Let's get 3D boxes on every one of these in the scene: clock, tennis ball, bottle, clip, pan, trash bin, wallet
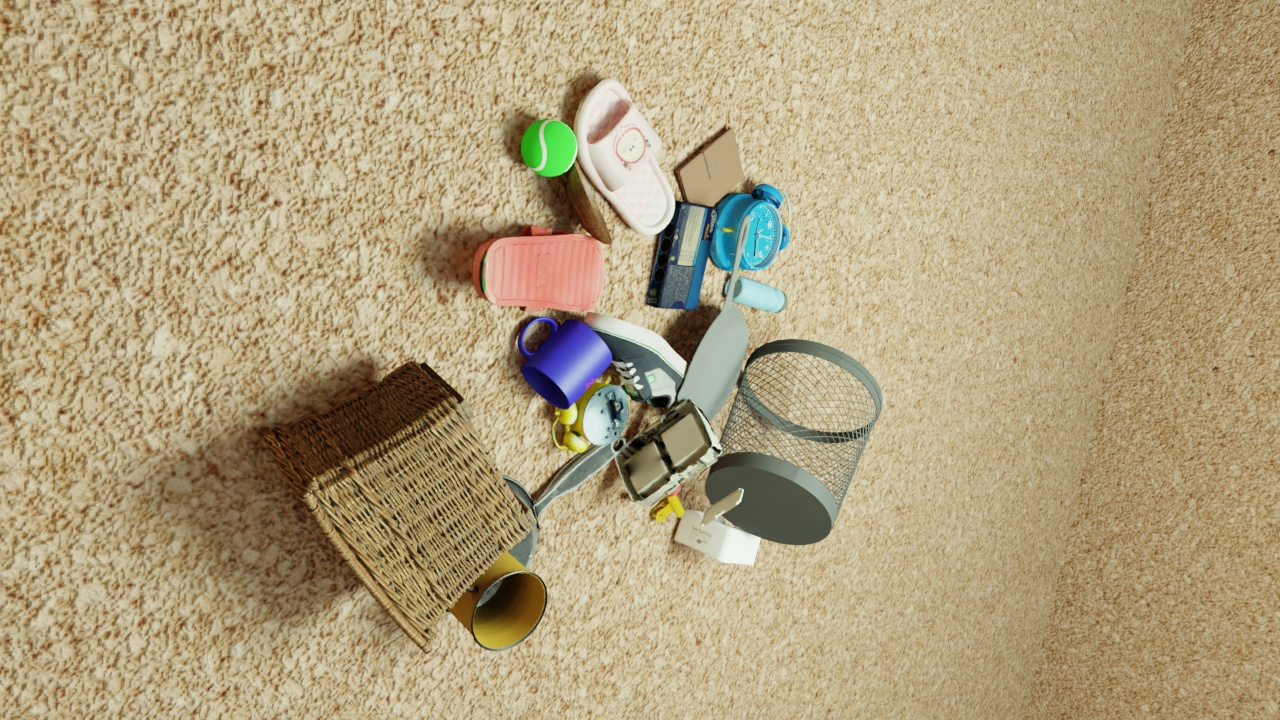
[{"bbox_3d":[0.168,-0.196,1.356,0.161,0.060,0.117,-42,129,-29],"label":"clock"},{"bbox_3d":[-0.106,-0.247,1.063,0.065,0.065,0.065,-16,114,-41],"label":"tennis ball"},{"bbox_3d":[0.183,-0.100,1.417,0.129,0.040,0.040,11,95,-46],"label":"bottle"},{"bbox_3d":[0.037,0.222,1.395,0.049,0.044,0.054,-20,127,8],"label":"clip"},{"bbox_3d":[-0.143,0.195,1.191,0.355,0.055,0.187,-30,123,-30],"label":"pan"},{"bbox_3d":[-0.069,0.074,1.210,0.118,0.057,0.083,-36,126,-32],"label":"clock"},{"bbox_3d":[0.222,0.125,1.360,0.218,0.218,0.226,60,44,-38],"label":"trash bin"},{"bbox_3d":[0.124,-0.039,1.319,0.215,0.024,0.355,-35,141,-52],"label":"pan"},{"bbox_3d":[0.101,-0.264,1.302,0.120,0.013,0.087,-43,134,-27],"label":"wallet"}]

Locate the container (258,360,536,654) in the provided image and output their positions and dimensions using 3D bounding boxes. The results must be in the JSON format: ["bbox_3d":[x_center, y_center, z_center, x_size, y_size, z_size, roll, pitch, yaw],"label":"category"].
[{"bbox_3d":[-0.241,0.138,0.965,0.183,0.162,0.250,-37,127,-18],"label":"container"}]

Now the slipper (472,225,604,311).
[{"bbox_3d":[-0.124,-0.108,1.095,0.248,0.059,0.103,-4,104,-59],"label":"slipper"}]

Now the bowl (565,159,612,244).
[{"bbox_3d":[-0.069,-0.188,1.116,0.026,0.101,0.114,-23,120,5],"label":"bowl"}]

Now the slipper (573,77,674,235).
[{"bbox_3d":[-0.015,-0.249,1.161,0.106,0.056,0.222,-49,133,-19],"label":"slipper"}]

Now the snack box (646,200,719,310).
[{"bbox_3d":[0.060,-0.145,1.282,0.082,0.027,0.150,0,109,-46],"label":"snack box"}]

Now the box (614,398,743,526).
[{"bbox_3d":[0.061,0.167,1.254,0.144,0.186,0.070,-37,138,16],"label":"box"}]

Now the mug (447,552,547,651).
[{"bbox_3d":[-0.184,0.268,1.076,0.123,0.094,0.100,40,80,-42],"label":"mug"}]

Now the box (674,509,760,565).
[{"bbox_3d":[0.141,0.240,1.438,0.120,0.109,0.136,17,91,-47],"label":"box"}]

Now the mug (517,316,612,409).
[{"bbox_3d":[-0.103,-0.007,1.145,0.111,0.079,0.083,47,66,-12],"label":"mug"}]

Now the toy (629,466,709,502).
[{"bbox_3d":[0.028,0.150,1.342,0.133,0.088,0.094,-40,95,-5],"label":"toy"}]

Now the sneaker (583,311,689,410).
[{"bbox_3d":[-0.007,0.007,1.221,0.235,0.084,0.079,38,72,-54],"label":"sneaker"}]
